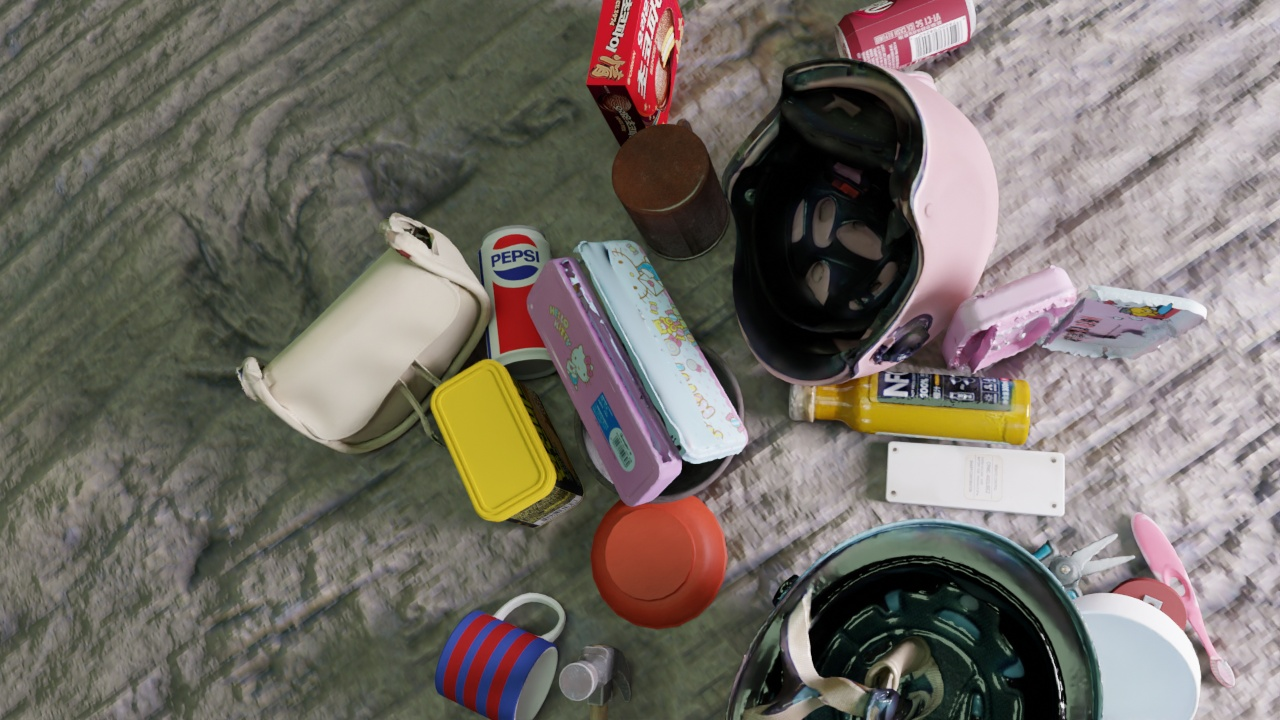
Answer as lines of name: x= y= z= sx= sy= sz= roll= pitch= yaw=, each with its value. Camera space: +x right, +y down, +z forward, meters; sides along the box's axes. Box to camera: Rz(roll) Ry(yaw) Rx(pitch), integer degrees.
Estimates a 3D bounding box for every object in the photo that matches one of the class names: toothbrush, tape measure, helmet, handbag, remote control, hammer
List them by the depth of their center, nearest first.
helmet: x=0.188 y=0.238 z=0.642 sx=0.225 sy=0.166 sz=0.265 roll=33 pitch=93 yaw=22
tape measure: x=0.370 y=0.186 z=0.680 sx=0.059 sy=0.019 sz=0.051 roll=22 pitch=97 yaw=27
toothbrush: x=0.405 y=0.177 z=0.684 sx=0.022 sy=0.016 sz=0.135 roll=-25 pitch=70 yaw=12
hammer: x=-0.032 y=0.388 z=0.706 sx=0.031 sy=0.119 sz=0.331 roll=-3 pitch=83 yaw=14
helmet: x=0.176 y=-0.103 z=0.730 sx=0.230 sy=0.152 sz=0.256 roll=51 pitch=135 yaw=43
remote control: x=0.270 y=0.096 z=0.746 sx=0.136 sy=0.011 sz=0.050 roll=3 pitch=75 yaw=16
handbag: x=-0.223 y=-0.003 z=0.805 sx=0.229 sy=0.184 sz=0.132 roll=-43 pitch=67 yaw=10

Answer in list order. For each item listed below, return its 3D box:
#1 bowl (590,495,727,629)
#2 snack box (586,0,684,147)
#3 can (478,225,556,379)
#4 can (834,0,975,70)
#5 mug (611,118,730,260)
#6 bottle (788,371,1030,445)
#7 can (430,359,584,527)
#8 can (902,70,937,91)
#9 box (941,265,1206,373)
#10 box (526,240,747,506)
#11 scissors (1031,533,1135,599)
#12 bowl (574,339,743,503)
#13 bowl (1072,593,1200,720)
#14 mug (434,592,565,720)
bowl: x=0.011 y=0.166 z=0.784 sx=0.122 sy=0.035 sz=0.122 roll=-4 pitch=74 yaw=14
snack box: x=-0.001 y=-0.291 z=0.863 sx=0.036 sy=0.132 sz=0.152 roll=6 pitch=76 yaw=16
can: x=-0.112 y=-0.054 z=0.860 sx=0.070 sy=0.070 sz=0.132 roll=-12 pitch=72 yaw=11
can: x=0.241 y=-0.302 z=0.838 sx=0.114 sy=0.063 sz=0.063 roll=-19 pitch=71 yaw=9
mug: x=0.032 y=-0.166 z=0.835 sx=0.096 sy=0.110 sz=0.122 roll=5 pitch=76 yaw=11
bottle: x=0.217 y=0.036 z=0.755 sx=0.186 sy=0.053 sz=0.053 roll=4 pitch=76 yaw=16
can: x=-0.113 y=0.077 z=0.807 sx=0.072 sy=0.101 sz=0.130 roll=-30 pitch=69 yaw=5
can: x=0.235 y=-0.204 z=0.810 sx=0.067 sy=0.067 sz=0.076 roll=-13 pitch=71 yaw=11
box: x=0.300 y=-0.027 z=0.670 sx=0.156 sy=0.201 sz=0.059 roll=-8 pitch=80 yaw=13
box: x=-0.003 y=0.003 z=0.762 sx=0.092 sy=0.090 sz=0.214 roll=-13 pitch=64 yaw=-35
scissors: x=0.297 y=0.176 z=0.712 sx=0.121 sy=0.019 sz=0.150 roll=29 pitch=82 yaw=24
bowl: x=0.022 y=0.055 z=0.795 sx=0.145 sy=0.067 sz=0.144 roll=-4 pitch=74 yaw=14
bowl: x=0.341 y=0.215 z=0.658 sx=0.105 sy=0.054 sz=0.105 roll=11 pitch=110 yaw=33
mug: x=-0.112 y=0.247 z=0.782 sx=0.076 sy=0.075 sz=0.111 roll=18 pitch=54 yaw=19
